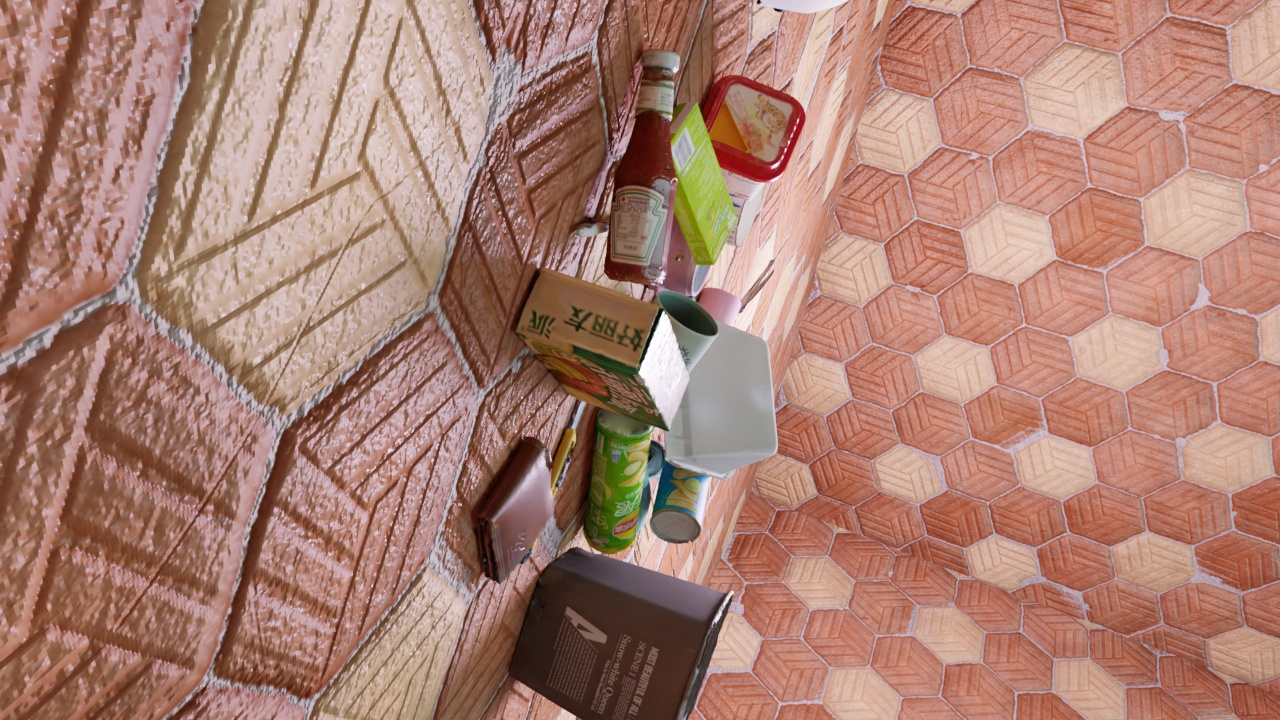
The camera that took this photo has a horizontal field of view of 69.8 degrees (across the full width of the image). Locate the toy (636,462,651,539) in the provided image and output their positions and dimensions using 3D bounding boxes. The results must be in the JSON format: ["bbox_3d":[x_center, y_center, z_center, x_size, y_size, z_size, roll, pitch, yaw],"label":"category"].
[{"bbox_3d":[-0.010,0.171,1.253,0.161,0.049,0.156,176,-89,-78],"label":"toy"}]

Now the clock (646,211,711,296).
[{"bbox_3d":[0.061,-0.146,1.108,0.117,0.060,0.158,91,21,-54],"label":"clock"}]

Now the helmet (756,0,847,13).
[{"bbox_3d":[0.225,-0.509,1.053,0.258,0.146,0.229,-43,150,-63],"label":"helmet"}]

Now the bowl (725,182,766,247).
[{"bbox_3d":[0.120,-0.216,1.226,0.116,0.066,0.116,22,89,-76],"label":"bowl"}]

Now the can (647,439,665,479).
[{"bbox_3d":[0.022,0.149,1.375,0.146,0.058,0.058,35,76,-76],"label":"can"}]

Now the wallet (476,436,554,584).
[{"bbox_3d":[-0.119,0.145,0.873,0.101,0.032,0.125,-57,161,-37],"label":"wallet"}]

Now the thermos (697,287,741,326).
[{"bbox_3d":[0.090,-0.014,1.390,0.087,0.067,0.198,105,9,-74],"label":"thermos"}]

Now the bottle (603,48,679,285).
[{"bbox_3d":[0.006,-0.173,0.828,0.059,0.060,0.206,-20,117,-73],"label":"bottle"}]

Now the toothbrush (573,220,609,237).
[{"bbox_3d":[-0.025,-0.135,0.877,0.187,0.016,0.017,-36,136,-67],"label":"toothbrush"}]

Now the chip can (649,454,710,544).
[{"bbox_3d":[0.063,0.150,1.269,0.209,0.071,0.071,-73,173,-48],"label":"chip can"}]

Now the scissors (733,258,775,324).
[{"bbox_3d":[0.149,-0.078,1.475,0.197,0.015,0.213,-61,-170,-6],"label":"scissors"}]

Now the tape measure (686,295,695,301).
[{"bbox_3d":[0.060,-0.068,1.291,0.055,0.025,0.058,98,17,-44],"label":"tape measure"}]

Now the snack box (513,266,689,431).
[{"bbox_3d":[-0.026,-0.003,0.847,0.240,0.114,0.063,65,45,-72],"label":"snack box"}]

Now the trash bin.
[{"bbox_3d":[-0.023,0.352,1.139,0.198,0.220,0.199,-8,118,-76],"label":"trash bin"}]

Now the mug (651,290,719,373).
[{"bbox_3d":[0.017,-0.019,1.057,0.107,0.111,0.082,-53,-141,27],"label":"mug"}]

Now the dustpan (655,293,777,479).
[{"bbox_3d":[0.085,0.055,1.251,0.143,0.257,0.222,-24,-118,49],"label":"dustpan"}]

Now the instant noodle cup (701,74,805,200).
[{"bbox_3d":[0.124,-0.260,1.106,0.124,0.116,0.116,102,11,-76],"label":"instant noodle cup"}]

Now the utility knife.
[{"bbox_3d":[-0.088,0.116,0.984,0.033,0.015,0.218,55,55,-77],"label":"utility knife"}]

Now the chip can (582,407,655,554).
[{"bbox_3d":[-0.028,0.144,1.140,0.072,0.072,0.222,-55,160,-47],"label":"chip can"}]

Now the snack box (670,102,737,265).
[{"bbox_3d":[0.060,-0.188,0.988,0.085,0.026,0.156,-62,140,-35],"label":"snack box"}]
